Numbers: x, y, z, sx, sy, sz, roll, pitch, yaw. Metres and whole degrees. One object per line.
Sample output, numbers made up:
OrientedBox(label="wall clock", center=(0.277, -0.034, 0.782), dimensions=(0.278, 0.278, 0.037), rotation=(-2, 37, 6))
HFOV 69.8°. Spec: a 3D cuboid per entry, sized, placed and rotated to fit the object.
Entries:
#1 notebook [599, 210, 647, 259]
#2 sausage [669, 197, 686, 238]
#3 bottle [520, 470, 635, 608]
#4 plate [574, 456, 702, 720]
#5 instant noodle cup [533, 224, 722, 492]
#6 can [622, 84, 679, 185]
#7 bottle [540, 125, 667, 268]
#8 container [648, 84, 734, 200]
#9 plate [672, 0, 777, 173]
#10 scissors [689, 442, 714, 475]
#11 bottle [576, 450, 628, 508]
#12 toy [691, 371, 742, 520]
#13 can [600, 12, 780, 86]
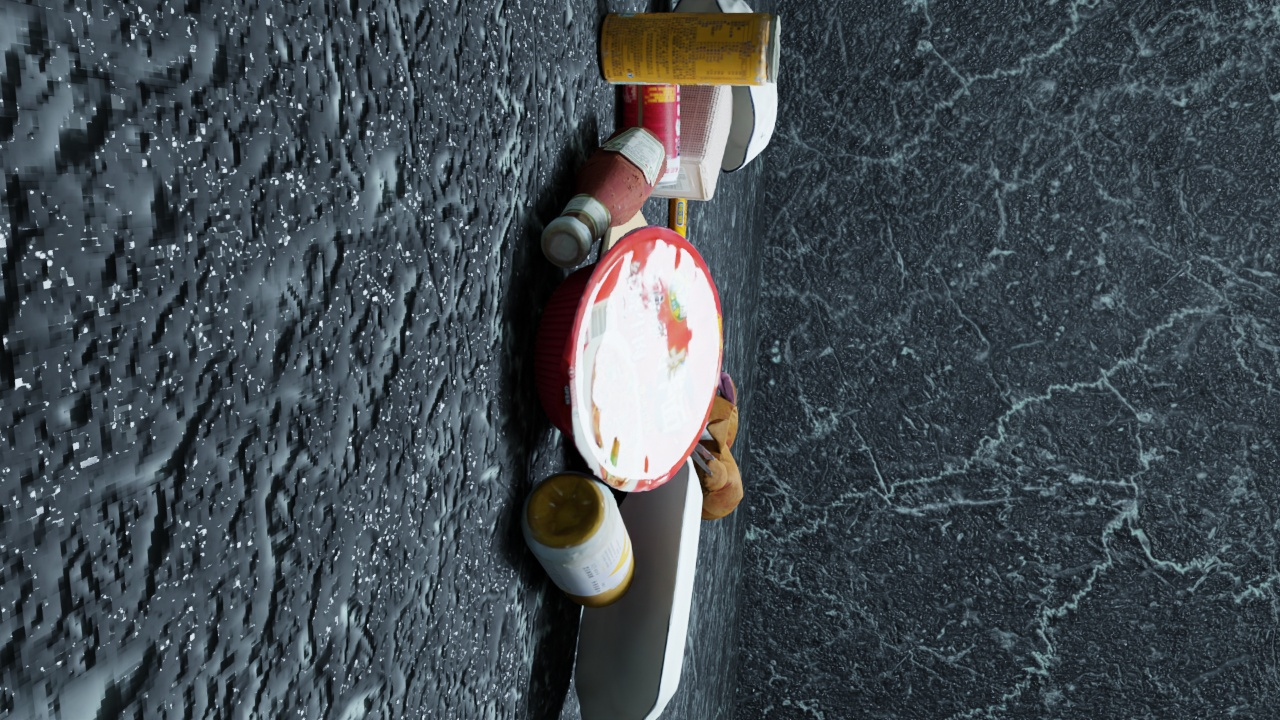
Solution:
OrientedBox(label="notebook", center=(0.006, -0.056, 0.902), dimensions=(0.211, 0.012, 0.149), rotation=(56, 37, -52))
OrientedBox(label="sausage", center=(0.047, -0.197, 1.152), dimensions=(0.021, 0.021, 0.165), rotation=(-48, 141, -72))
OrientedBox(label="bottle", center=(-0.041, 0.146, 0.702), dimensions=(0.190, 0.068, 0.067), rotation=(77, 20, -60))
OrientedBox(label="plate", center=(0.003, 0.193, 0.793), dimensions=(0.162, 0.034, 0.265), rotation=(-26, -129, 57))
OrientedBox(label="instant noodle cup", center=(-0.014, -0.003, 0.679), dimensions=(0.193, 0.066, 0.194), rotation=(-14, 108, -54))
OrientedBox(label="can", center=(0.010, -0.232, 0.853), dimensions=(0.053, 0.053, 0.133), rotation=(-56, 147, -69))
OrientedBox(label="bottle", center=(-0.027, -0.125, 0.701), dimensions=(0.205, 0.060, 0.060), rotation=(-64, 155, -57))
OrientedBox(label="container", center=(0.042, -0.232, 0.943), dimensions=(0.090, 0.090, 0.110), rotation=(69, 30, -66))
OrientedBox(label="plate", center=(0.094, -0.319, 1.033), dimensions=(0.205, 0.045, 0.205), rotation=(160, -90, -77))
OrientedBox(label="scissors", center=(0.009, 0.052, 0.787), dimensions=(0.173, 0.012, 0.125), rotation=(62, -32, 23))
OrientedBox(label="bottle", center=(-0.034, 0.026, 0.764), dimensions=(0.079, 0.044, 0.195), rotation=(-66, 157, -65))
OrientedBox(label="toy", center=(0.073, 0.110, 1.201), dimensions=(0.130, 0.140, 0.199), rotation=(39, 39, -23))
OrientedBox(label="can", center=(0.042, -0.261, 0.769), dimensions=(0.058, 0.146, 0.058), rotation=(5, 89, -79))
